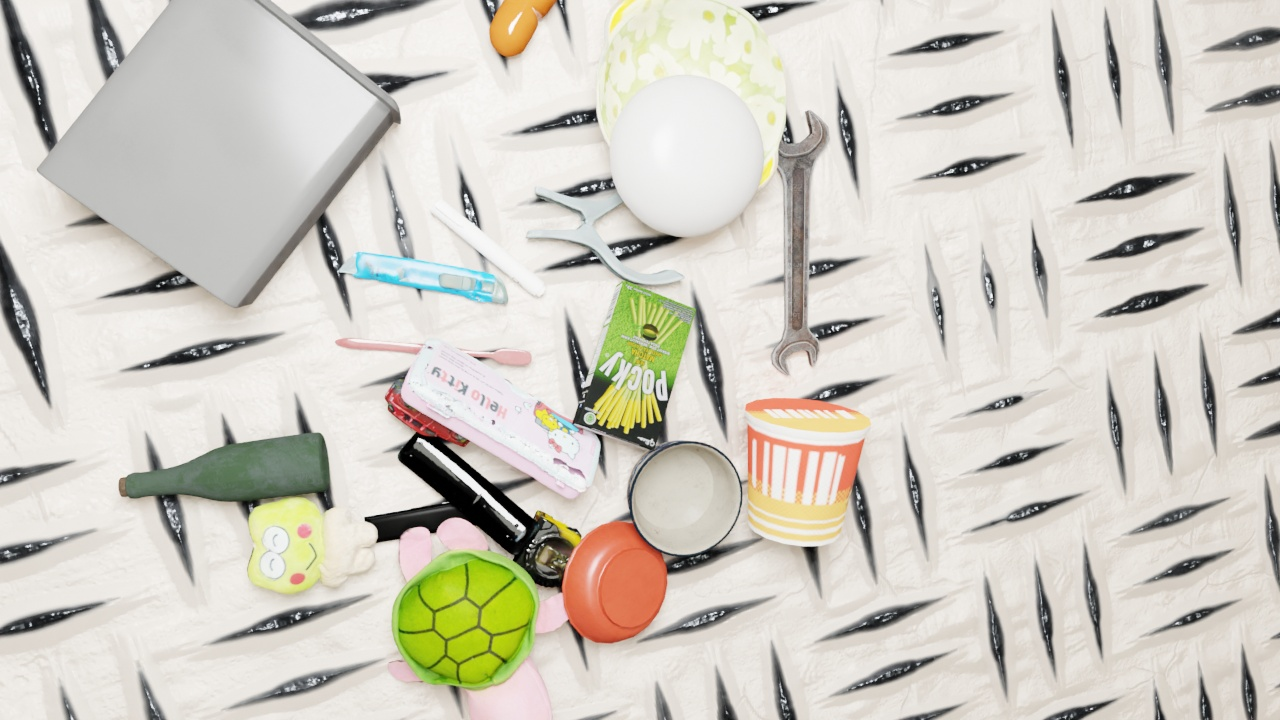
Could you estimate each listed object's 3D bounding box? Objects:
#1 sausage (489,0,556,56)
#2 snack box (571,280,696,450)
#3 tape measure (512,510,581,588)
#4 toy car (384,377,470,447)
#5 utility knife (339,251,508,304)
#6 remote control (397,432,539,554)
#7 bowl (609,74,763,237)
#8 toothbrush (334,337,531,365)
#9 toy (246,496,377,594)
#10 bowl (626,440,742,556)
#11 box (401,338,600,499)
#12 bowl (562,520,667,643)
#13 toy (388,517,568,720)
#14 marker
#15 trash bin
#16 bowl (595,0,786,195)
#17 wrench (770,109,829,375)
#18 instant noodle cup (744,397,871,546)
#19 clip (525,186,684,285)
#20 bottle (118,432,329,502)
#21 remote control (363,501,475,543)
[{"bbox_3d":[-0.085,-0.354,0.855,0.044,0.039,0.164,39,86,-14],"label":"sausage"},{"bbox_3d":[-0.005,0.005,0.901,0.080,0.025,0.147,21,77,-15],"label":"snack box"},{"bbox_3d":[-0.089,0.194,0.912,0.062,0.038,0.067,29,87,-15],"label":"tape measure"},{"bbox_3d":[-0.199,0.052,0.869,0.091,0.042,0.036,31,95,-14],"label":"toy car"},{"bbox_3d":[-0.202,-0.078,0.869,0.158,0.015,0.031,8,89,-13],"label":"utility knife"},{"bbox_3d":[-0.166,0.127,0.883,0.152,0.020,0.041,40,87,0],"label":"remote control"},{"bbox_3d":[0.049,-0.189,0.841,0.149,0.043,0.149,-1,96,-13],"label":"bowl"},{"bbox_3d":[-0.197,-0.010,0.879,0.184,0.016,0.015,5,94,-11],"label":"toothbrush"},{"bbox_3d":[-0.305,0.172,0.853,0.115,0.046,0.092,4,96,-16],"label":"toy"},{"bbox_3d":[0.039,0.133,0.925,0.115,0.059,0.115,-1,96,-14],"label":"bowl"},{"bbox_3d":[-0.127,0.055,0.861,0.202,0.086,0.045,34,121,-17],"label":"box"},{"bbox_3d":[-0.017,0.223,0.911,0.121,0.035,0.122,1,89,-36],"label":"bowl"},{"bbox_3d":[-0.158,0.263,0.877,0.190,0.087,0.238,-21,100,-4],"label":"toy"},{"bbox_3d":[-0.144,-0.106,0.877,0.133,0.020,0.017,39,84,-14],"label":"marker"},{"bbox_3d":[-0.348,-0.187,0.781,0.192,0.097,0.220,38,87,-14],"label":"trash bin"},{"bbox_3d":[0.044,-0.250,0.887,0.188,0.060,0.219,-38,102,-7],"label":"bowl"},{"bbox_3d":[0.162,-0.121,0.955,0.070,0.010,0.273,-2,96,-13],"label":"wrench"},{"bbox_3d":[0.162,0.112,0.928,0.123,0.123,0.121,1,103,-14],"label":"instant noodle cup"},{"bbox_3d":[-0.029,-0.102,0.901,0.172,0.029,0.143,0,94,-13],"label":"clip"},{"bbox_3d":[-0.374,0.102,0.826,0.174,0.055,0.055,-7,97,-12],"label":"bottle"},{"bbox_3d":[-0.204,0.155,0.893,0.124,0.012,0.028,-8,98,-13],"label":"remote control"}]
